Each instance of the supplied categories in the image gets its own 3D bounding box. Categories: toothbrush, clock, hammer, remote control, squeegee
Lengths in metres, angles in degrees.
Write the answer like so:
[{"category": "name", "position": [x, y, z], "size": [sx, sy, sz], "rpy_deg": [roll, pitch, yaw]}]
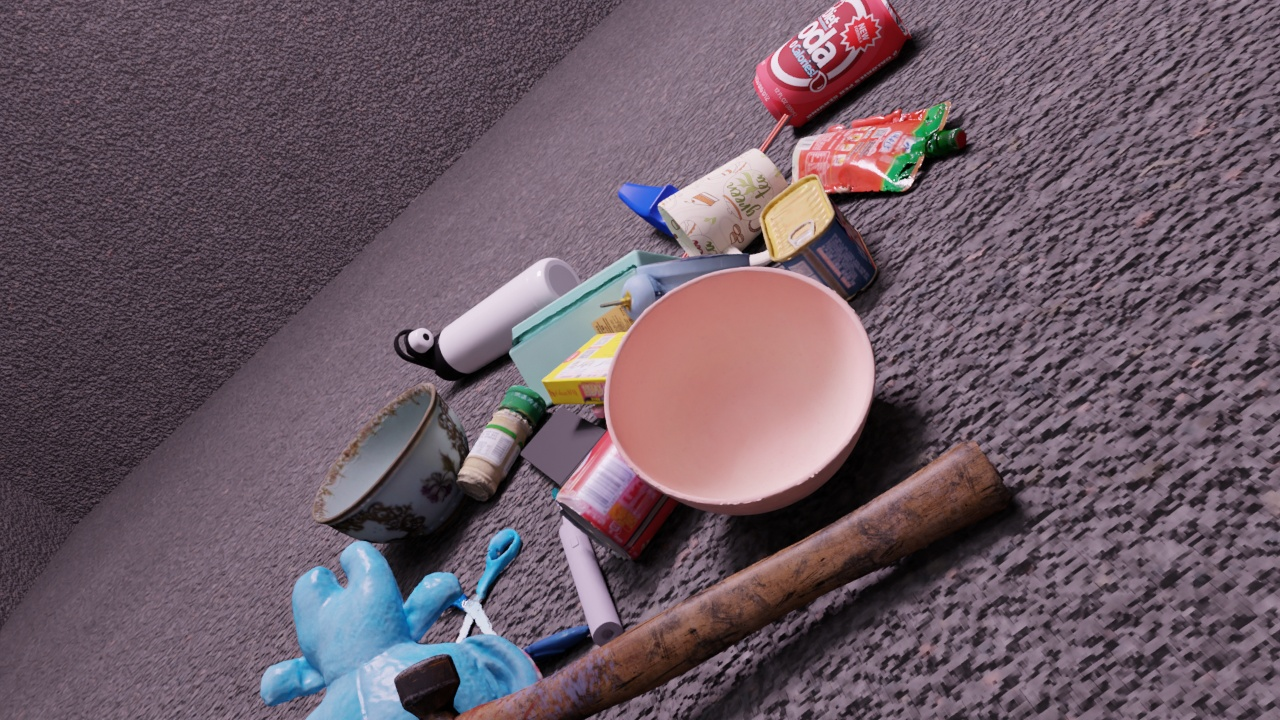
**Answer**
[{"category": "toothbrush", "position": [-0.083, 0.199, 0.592], "size": [0.132, 0.021, 0.016], "rpy_deg": [-36, 59, 21]}, {"category": "clock", "position": [0.030, -0.053, 0.714], "size": [0.124, 0.051, 0.089], "rpy_deg": [-7, 4, -1]}, {"category": "hammer", "position": [0.029, 0.141, 0.451], "size": [0.331, 0.033, 0.120], "rpy_deg": [-31, 69, 12]}, {"category": "remote control", "position": [-0.058, 0.075, 0.761], "size": [0.058, 0.013, 0.133], "rpy_deg": [-49, 23, -10]}, {"category": "squeegee", "position": [0.031, -0.151, 0.931], "size": [0.249, 0.055, 0.185], "rpy_deg": [-54, 38, 0]}, {"category": "toothbrush", "position": [-0.042, 0.133, 0.629], "size": [0.018, 0.019, 0.188], "rpy_deg": [-46, 23, 4]}]

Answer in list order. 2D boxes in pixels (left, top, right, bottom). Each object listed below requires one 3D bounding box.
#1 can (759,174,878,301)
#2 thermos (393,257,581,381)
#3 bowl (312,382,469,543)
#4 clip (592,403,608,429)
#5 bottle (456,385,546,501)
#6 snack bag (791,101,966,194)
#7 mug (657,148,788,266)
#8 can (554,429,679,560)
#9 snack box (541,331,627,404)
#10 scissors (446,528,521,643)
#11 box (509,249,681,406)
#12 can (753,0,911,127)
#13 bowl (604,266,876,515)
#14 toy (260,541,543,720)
[{"category": "can", "position": [0.127, -0.084, 0.660], "size": [0.054, 0.059, 0.099], "rpy_deg": [-36, 24, 21]}, {"category": "thermos", "position": [-0.176, -0.047, 1.051], "size": [0.231, 0.101, 0.068], "rpy_deg": [-28, 48, 36]}, {"category": "bowl", "position": [-0.216, 0.111, 0.860], "size": [0.160, 0.094, 0.159], "rpy_deg": [-36, 25, 20]}, {"category": "clip", "position": [-0.008, 0.041, 0.733], "size": [0.060, 0.044, 0.023], "rpy_deg": [-9, 36, 11]}, {"category": "bottle", "position": [-0.127, 0.076, 0.841], "size": [0.043, 0.042, 0.109], "rpy_deg": [-16, 38, 49]}, {"category": "snack bag", "position": [0.189, -0.166, 0.727], "size": [0.155, 0.044, 0.087], "rpy_deg": [5, 59, 55]}, {"category": "mug", "position": [0.087, -0.123, 0.794], "size": [0.097, 0.081, 0.122], "rpy_deg": [-37, 44, 0]}, {"category": "can", "position": [0.005, 0.065, 0.605], "size": [0.124, 0.066, 0.067], "rpy_deg": [-51, 24, -14]}, {"category": "snack box", "position": [-0.004, 0.004, 0.726], "size": [0.153, 0.025, 0.075], "rpy_deg": [-3, 30, 46]}, {"category": "scissors", "position": [-0.134, 0.190, 0.704], "size": [0.117, 0.014, 0.129], "rpy_deg": [-26, 34, 31]}, {"category": "box", "position": [-0.037, -0.020, 0.837], "size": [0.189, 0.077, 0.091], "rpy_deg": [-27, 68, 40]}, {"category": "can", "position": [0.184, -0.293, 0.891], "size": [0.143, 0.074, 0.074], "rpy_deg": [-33, 26, 26]}, {"category": "bowl", "position": [0.061, 0.027, 0.535], "size": [0.153, 0.076, 0.152], "rpy_deg": [-8, 58, 13]}, {"category": "toy", "position": [-0.159, 0.205, 0.571], "size": [0.183, 0.115, 0.180], "rpy_deg": [-31, 61, -3]}]
